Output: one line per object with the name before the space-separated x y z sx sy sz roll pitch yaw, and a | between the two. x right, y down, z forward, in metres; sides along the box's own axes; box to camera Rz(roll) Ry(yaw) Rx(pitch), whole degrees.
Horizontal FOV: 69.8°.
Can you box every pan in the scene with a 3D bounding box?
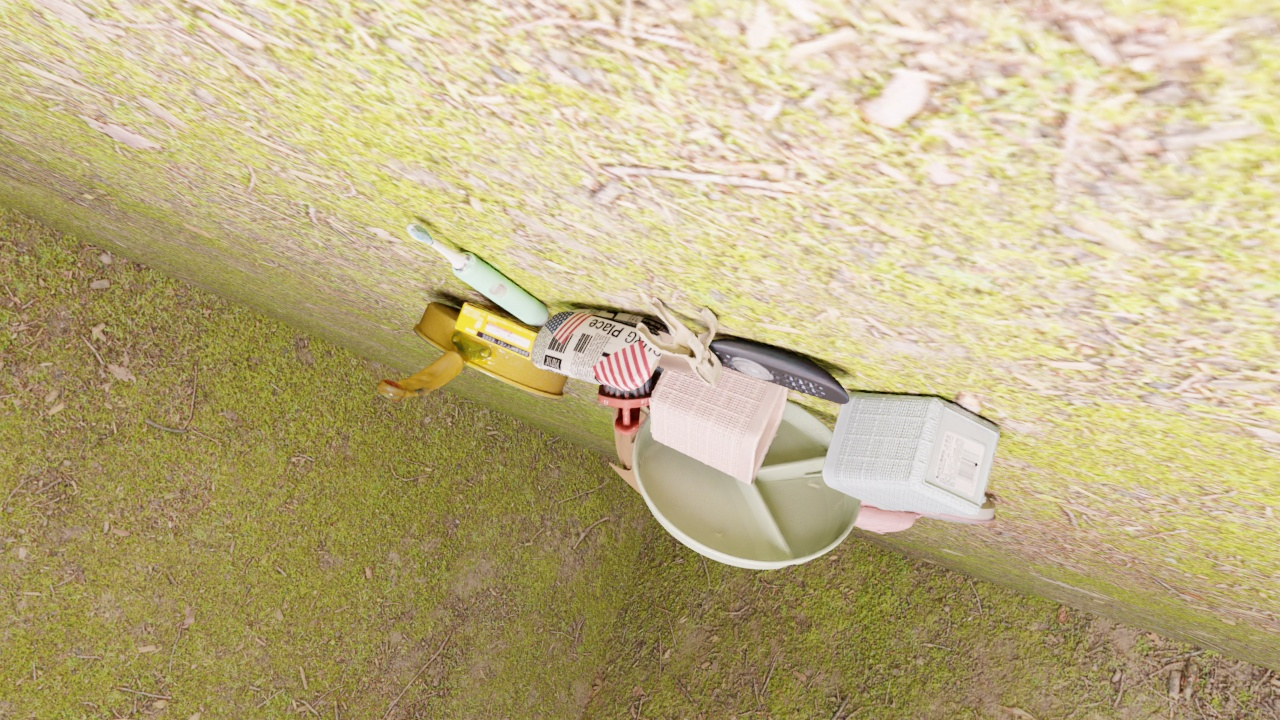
pan | -0.198 0.002 1.039 0.198 0.078 0.357 26 -176 9

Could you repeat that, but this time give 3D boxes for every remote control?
remote control | 0.115 0.004 0.778 0.136 0.024 0.053 19 167 26

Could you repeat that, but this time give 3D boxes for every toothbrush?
toothbrush | -0.148 -0.078 0.856 0.027 0.026 0.224 38 180 29

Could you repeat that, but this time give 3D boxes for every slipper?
slipper | 0.294 0.177 1.126 0.274 0.054 0.114 6 -170 3

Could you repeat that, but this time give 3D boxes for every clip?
clip | 0.034 -0.017 0.760 0.098 0.035 0.099 24 162 10

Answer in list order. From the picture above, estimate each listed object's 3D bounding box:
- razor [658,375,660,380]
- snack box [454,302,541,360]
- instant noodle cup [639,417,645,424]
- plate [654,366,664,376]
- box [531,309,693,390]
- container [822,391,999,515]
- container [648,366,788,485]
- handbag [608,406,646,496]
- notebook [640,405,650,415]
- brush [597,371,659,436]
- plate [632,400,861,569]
razor | -0.006 0.006 1.031 0.142 0.022 0.043 33 139 -28
snack box | -0.140 -0.031 1.001 0.087 0.034 0.140 23 -179 5
instant noodle cup | 0.076 0.104 1.040 0.124 0.116 0.117 20 130 -33
plate | 0.035 0.034 1.131 0.179 0.024 0.179 20 170 3
box | -0.029 -0.005 0.850 0.162 0.085 0.075 16 145 45
container | 0.231 0.079 0.779 0.090 0.090 0.112 24 167 -23
container | 0.073 0.047 0.877 0.111 0.090 0.090 21 151 15
handbag | 0.033 0.138 1.251 0.099 0.148 0.204 -18 -146 -34
notebook | 0.091 0.084 1.182 0.211 0.012 0.149 20 -171 -17
brush | -0.012 0.032 0.934 0.063 0.069 0.145 1 -170 0
plate | 0.104 0.112 0.909 0.230 0.229 0.028 19 132 9
